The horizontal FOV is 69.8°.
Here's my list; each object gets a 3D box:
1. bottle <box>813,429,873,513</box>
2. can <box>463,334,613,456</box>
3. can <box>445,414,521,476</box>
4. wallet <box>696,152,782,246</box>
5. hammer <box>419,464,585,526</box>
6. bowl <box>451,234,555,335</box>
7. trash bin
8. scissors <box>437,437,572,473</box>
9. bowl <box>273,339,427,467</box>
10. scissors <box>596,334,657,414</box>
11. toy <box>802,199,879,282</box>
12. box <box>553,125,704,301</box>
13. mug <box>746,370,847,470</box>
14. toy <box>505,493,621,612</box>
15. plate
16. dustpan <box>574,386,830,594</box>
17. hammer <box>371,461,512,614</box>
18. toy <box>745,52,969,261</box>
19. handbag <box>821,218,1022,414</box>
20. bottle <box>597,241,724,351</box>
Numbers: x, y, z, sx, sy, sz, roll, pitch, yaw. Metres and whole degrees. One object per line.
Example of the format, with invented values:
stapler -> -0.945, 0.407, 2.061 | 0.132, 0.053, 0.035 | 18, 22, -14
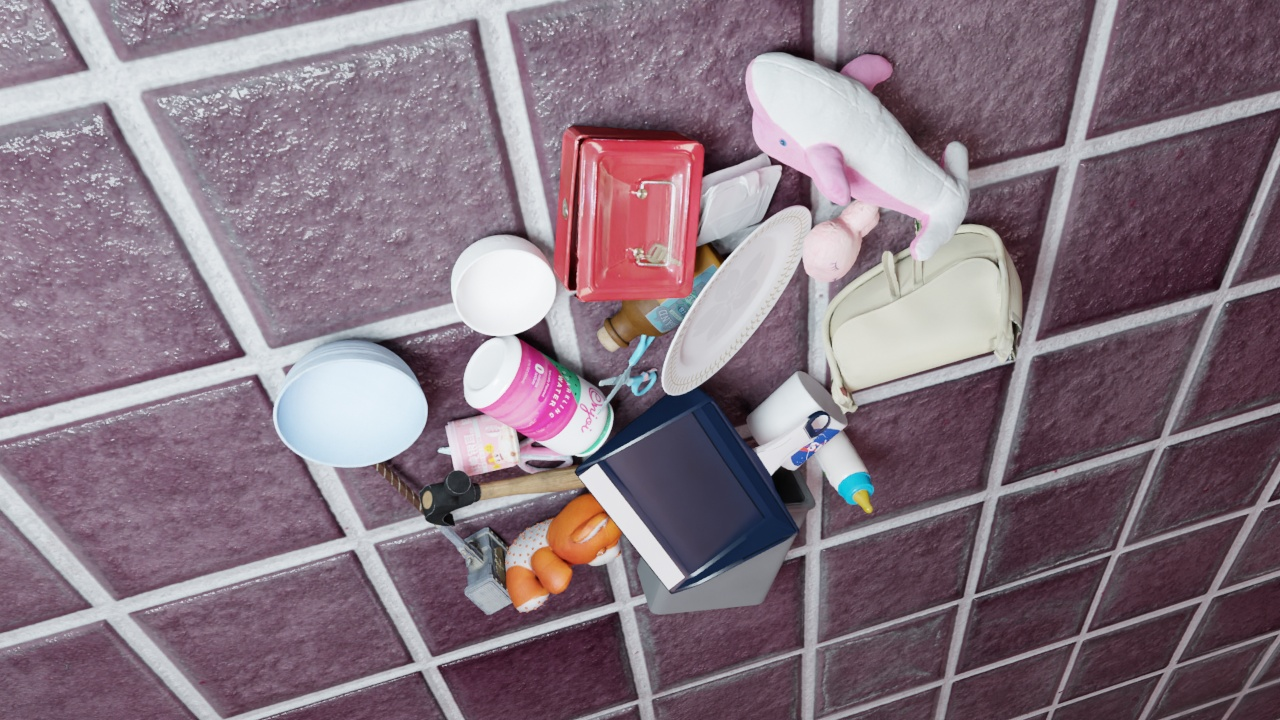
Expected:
bottle -> 0.271, 0.146, 1.211 | 0.051, 0.146, 0.051 | -10, 132, -12
can -> -0.112, 0.042, 1.025 | 0.088, 0.088, 0.166 | -42, 130, 17
can -> -0.182, 0.096, 1.062 | 0.076, 0.067, 0.067 | -12, 132, -11
wallet -> 0.096, -0.158, 0.932 | 0.116, 0.032, 0.086 | -30, 149, -35
hammer -> -0.114, 0.148, 1.113 | 0.304, 0.040, 0.133 | -4, 159, -34
bowl -> -0.141, -0.081, 0.932 | 0.104, 0.054, 0.105 | -11, 131, -13
trash bin -> 0.112, 0.245, 1.278 | 0.191, 0.097, 0.220 | 0, 131, -19
scissors -> -0.163, 0.114, 1.121 | 0.174, 0.017, 0.077 | 2, 131, -23
bowl -> -0.303, 0.034, 0.960 | 0.150, 0.074, 0.151 | -10, 133, -12
scissors -> -0.006, 0.004, 1.045 | 0.136, 0.015, 0.126 | -14, 127, -65
toy -> 0.221, -0.134, 1.007 | 0.105, 0.053, 0.108 | -48, 160, 5
box -> -0.009, -0.139, 0.881 | 0.129, 0.086, 0.158 | -1, 113, -17
mug -> 0.207, 0.079, 1.175 | 0.090, 0.091, 0.121 | -45, 148, 20
toy -> -0.087, 0.231, 1.160 | 0.173, 0.163, 0.093 | -37, 94, 22
plate -> 0.099, -0.064, 0.976 | 0.242, 0.016, 0.243 | -43, 160, -21
dustpan -> 0.102, 0.139, 1.091 | 0.273, 0.080, 0.236 | -39, 118, -8
hammer -> -0.261, 0.180, 1.108 | 0.044, 0.098, 0.322 | -30, 124, 7
toy -> 0.202, -0.204, 0.907 | 0.265, 0.186, 0.128 | 30, 156, -13
handbag -> 0.310, -0.058, 1.038 | 0.230, 0.183, 0.132 | -21, 133, 22
bottle -> 0.021, -0.066, 0.993 | 0.157, 0.067, 0.068 | -37, 132, 13
